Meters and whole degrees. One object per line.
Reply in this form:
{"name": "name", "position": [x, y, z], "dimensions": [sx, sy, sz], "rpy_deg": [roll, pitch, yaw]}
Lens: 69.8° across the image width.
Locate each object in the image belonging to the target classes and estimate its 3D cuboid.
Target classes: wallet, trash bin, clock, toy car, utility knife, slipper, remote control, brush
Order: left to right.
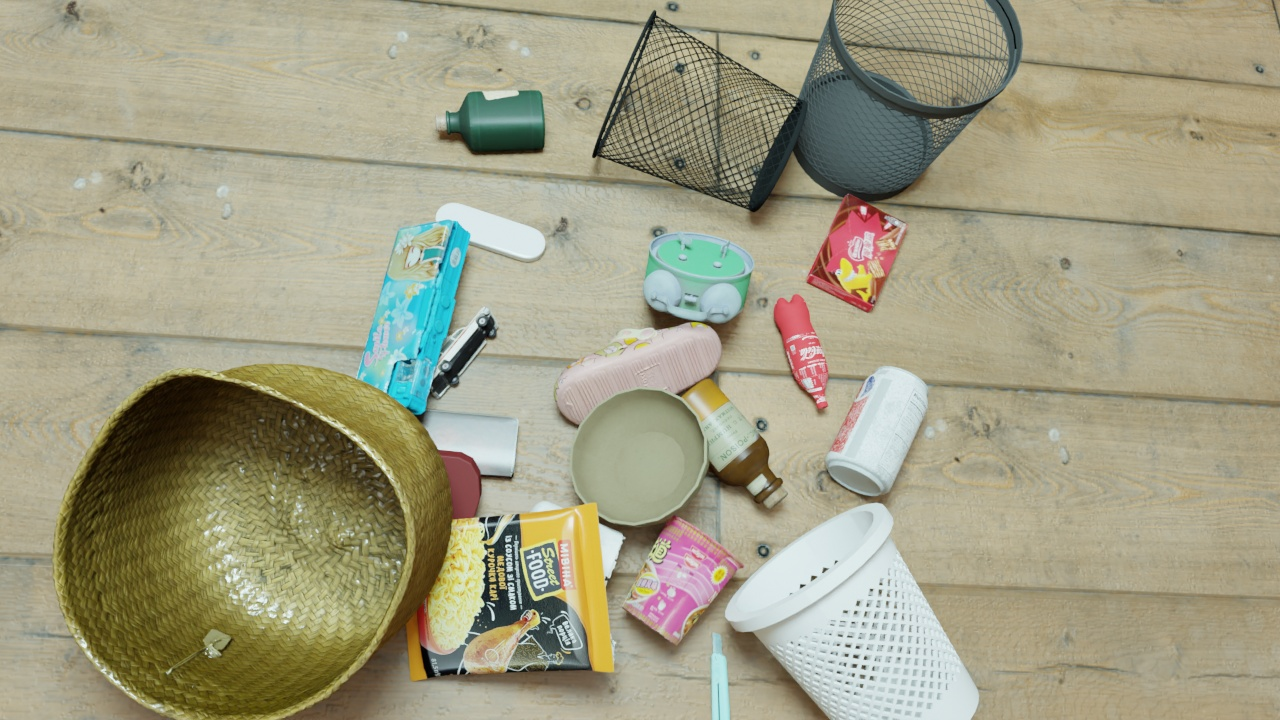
{"name": "brush", "position": [-0.255, 0.130, 0.968], "dimensions": [0.173, 0.042, 0.082], "rpy_deg": [7, 99, -5]}
{"name": "toy car", "position": [-0.208, -0.012, 1.042], "dimensions": [0.039, 0.039, 0.113], "rpy_deg": [26, 68, 23]}
{"name": "wallet", "position": [-0.199, 0.092, 1.013], "dimensions": [0.123, 0.019, 0.072], "rpy_deg": [5, 70, -6]}
{"name": "remote control", "position": [-0.181, -0.155, 1.107], "dimensions": [0.136, 0.013, 0.043], "rpy_deg": [18, 69, -1]}
{"name": "slipper", "position": [-0.006, 0.006, 1.044], "dimensions": [0.197, 0.093, 0.081], "rpy_deg": [-20, 37, -5]}
{"name": "clock", "position": [0.064, -0.092, 1.045], "dimensions": [0.122, 0.075, 0.161], "rpy_deg": [12, 31, 4]}
{"name": "trash bin", "position": [0.074, -0.287, 1.108], "dimensions": [0.210, 0.184, 0.183], "rpy_deg": [24, 69, -5]}
{"name": "utility knife", "position": [0.083, 0.350, 0.962], "dimensions": [0.022, 0.015, 0.126], "rpy_deg": [-10, 67, 22]}
{"name": "trash bin", "position": [0.223, 0.283, 0.924], "dimensions": [0.195, 0.196, 0.199], "rpy_deg": [-35, 88, -18]}
{"name": "trash bin", "position": [0.305, -0.333, 1.121], "dimensions": [0.217, 0.228, 0.217], "rpy_deg": [2, 70, -7]}

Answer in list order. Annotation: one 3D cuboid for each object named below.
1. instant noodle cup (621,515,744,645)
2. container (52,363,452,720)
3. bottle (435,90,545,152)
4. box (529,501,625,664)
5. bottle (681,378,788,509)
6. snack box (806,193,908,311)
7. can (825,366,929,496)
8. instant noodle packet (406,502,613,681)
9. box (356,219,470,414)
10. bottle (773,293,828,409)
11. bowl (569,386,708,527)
{"name": "instant noodle cup", "position": [0.039, 0.233, 0.960], "dimensions": [0.098, 0.098, 0.108], "rpy_deg": [34, 77, 5]}
{"name": "container", "position": [-0.332, 0.156, 0.842], "dimensions": [0.307, 0.196, 0.307], "rpy_deg": [0, 92, 6]}
{"name": "bottle", "position": [-0.185, -0.294, 1.131], "dimensions": [0.131, 0.061, 0.061], "rpy_deg": [-4, 69, -9]}
{"name": "box", "position": [-0.070, 0.231, 0.948], "dimensions": [0.140, 0.084, 0.141], "rpy_deg": [21, 58, -1]}
{"name": "bottle", "position": [0.103, 0.099, 1.025], "dimensions": [0.067, 0.068, 0.157], "rpy_deg": [-37, 79, -18]}
{"name": "snack box", "position": [0.274, -0.136, 1.157], "dimensions": [0.089, 0.021, 0.132], "rpy_deg": [27, 69, 2]}
{"name": "can", "position": [0.272, 0.080, 1.049], "dimensions": [0.078, 0.078, 0.136], "rpy_deg": [30, 69, 4]}
{"name": "instant noodle packet", "position": [-0.138, 0.231, 0.912], "dimensions": [0.221, 0.032, 0.159], "rpy_deg": [-8, 84, 17]}
{"name": "box", "position": [-0.258, -0.050, 1.025], "dimensions": [0.094, 0.041, 0.226], "rpy_deg": [-3, 66, 31]}
{"name": "bottle", "position": [0.195, -0.010, 1.090], "dimensions": [0.042, 0.042, 0.141], "rpy_deg": [-12, 73, -12]}
{"name": "bowl", "position": [0.004, 0.108, 0.983], "dimensions": [0.152, 0.050, 0.152], "rpy_deg": [-7, 65, 16]}
